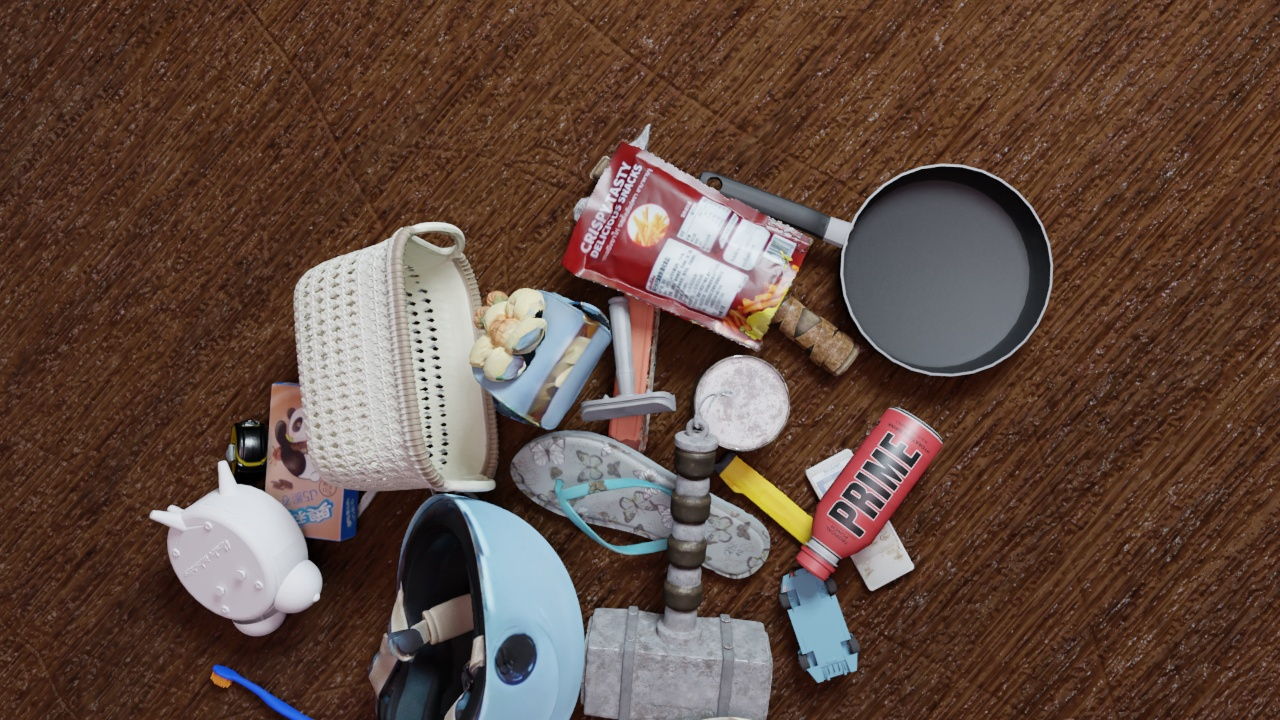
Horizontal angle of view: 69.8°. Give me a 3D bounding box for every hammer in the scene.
[{"bbox_3d":[0.041,0.183,0.850,0.177,0.079,0.326,5,105,2],"label":"hammer"},{"bbox_3d":[0.083,-0.096,0.909,0.319,0.049,0.121,38,88,0],"label":"hammer"}]

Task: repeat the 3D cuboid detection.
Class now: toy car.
[{"bbox_3d":[0.175,0.259,0.910,0.060,0.027,0.107,-19,79,2],"label":"toy car"}]

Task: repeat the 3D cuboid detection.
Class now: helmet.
[{"bbox_3d":[-0.144,0.253,0.841,0.166,0.226,0.265,2,93,-36],"label":"helmet"}]

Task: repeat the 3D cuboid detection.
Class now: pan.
[{"bbox_3d":[0.223,-0.112,0.897,0.355,0.044,0.204,20,89,0],"label":"pan"}]

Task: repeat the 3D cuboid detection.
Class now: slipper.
[{"bbox_3d":[0.000,0.142,0.890,0.269,0.054,0.098,21,112,0],"label":"slipper"}]

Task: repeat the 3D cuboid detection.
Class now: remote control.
[{"bbox_3d":[0.219,0.159,0.917,0.050,0.011,0.136,-28,89,1],"label":"remote control"}]

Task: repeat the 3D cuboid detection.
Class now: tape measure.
[{"bbox_3d":[-0.391,0.090,0.908,0.034,0.061,0.061,1,77,-31],"label":"tape measure"}]

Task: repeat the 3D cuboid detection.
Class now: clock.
[{"bbox_3d":[-0.391,0.191,0.883,0.126,0.072,0.161,-35,97,29],"label":"clock"}]

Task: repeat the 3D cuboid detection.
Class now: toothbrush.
[{"bbox_3d":[-0.357,0.360,0.932,0.182,0.016,0.018,30,96,2],"label":"toothbrush"}]

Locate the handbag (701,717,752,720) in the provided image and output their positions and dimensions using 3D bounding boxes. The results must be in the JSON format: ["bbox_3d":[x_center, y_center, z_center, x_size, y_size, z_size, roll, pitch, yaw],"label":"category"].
[{"bbox_3d":[0.072,0.421,0.845,0.201,0.093,0.199,-24,112,5],"label":"handbag"}]

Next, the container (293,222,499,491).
[{"bbox_3d":[-0.220,0.008,0.851,0.143,0.184,0.246,-10,81,12],"label":"container"}]

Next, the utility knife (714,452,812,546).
[{"bbox_3d":[0.136,0.147,0.918,0.151,0.017,0.030,40,96,3],"label":"utility knife"}]

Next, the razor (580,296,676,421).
[{"bbox_3d":[-0.016,-0.004,0.879,0.088,0.047,0.116,-8,80,16],"label":"razor"}]

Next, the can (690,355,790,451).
[{"bbox_3d":[0.095,0.041,0.891,0.090,0.074,0.090,0,88,0],"label":"can"}]

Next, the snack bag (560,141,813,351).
[{"bbox_3d":[0.044,-0.106,0.857,0.208,0.066,0.139,26,85,0],"label":"snack bag"}]

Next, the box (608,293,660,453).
[{"bbox_3d":[-0.005,0.005,0.909,0.059,0.056,0.186,4,91,-30],"label":"box"}]

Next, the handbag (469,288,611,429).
[{"bbox_3d":[-0.098,-0.013,0.836,0.118,0.192,0.122,32,92,-13],"label":"handbag"}]

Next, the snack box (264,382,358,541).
[{"bbox_3d":[-0.326,0.099,0.917,0.087,0.034,0.151,4,90,13],"label":"snack box"}]

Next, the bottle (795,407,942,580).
[{"bbox_3d":[0.214,0.131,0.880,0.062,0.062,0.176,37,87,2],"label":"bottle"}]

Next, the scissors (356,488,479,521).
[{"bbox_3d":[-0.246,0.121,0.930,0.175,0.014,0.141,15,88,6],"label":"scissors"}]
